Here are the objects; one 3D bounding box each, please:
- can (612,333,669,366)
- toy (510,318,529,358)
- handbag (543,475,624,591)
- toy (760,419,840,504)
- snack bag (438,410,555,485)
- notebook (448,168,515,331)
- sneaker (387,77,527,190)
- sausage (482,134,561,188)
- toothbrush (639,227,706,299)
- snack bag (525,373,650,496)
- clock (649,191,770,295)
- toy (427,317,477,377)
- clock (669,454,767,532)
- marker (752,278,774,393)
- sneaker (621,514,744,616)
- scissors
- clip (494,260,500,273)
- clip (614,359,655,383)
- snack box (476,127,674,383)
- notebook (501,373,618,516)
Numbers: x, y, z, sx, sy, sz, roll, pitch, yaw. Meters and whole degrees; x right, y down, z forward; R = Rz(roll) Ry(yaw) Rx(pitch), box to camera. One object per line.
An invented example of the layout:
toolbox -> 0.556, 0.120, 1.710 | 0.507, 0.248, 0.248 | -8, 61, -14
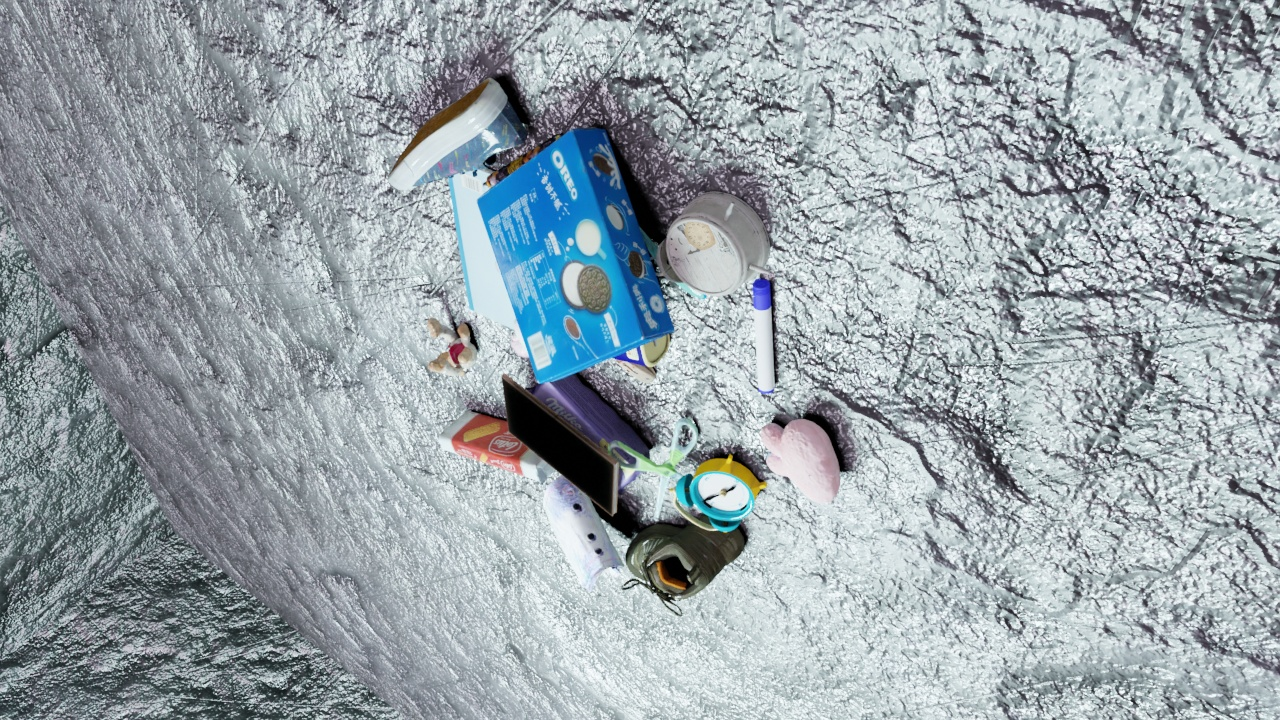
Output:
can -> -0.023, -0.052, 1.101 | 0.092, 0.056, 0.116 | 13, 131, 35
toy -> -0.137, -0.033, 1.229 | 0.079, 0.037, 0.123 | 41, 144, -15
handbag -> -0.084, 0.257, 1.382 | 0.158, 0.069, 0.127 | 60, 161, 20
toy -> 0.182, 0.111, 1.058 | 0.105, 0.053, 0.108 | 15, 134, 49
snack bag -> -0.214, 0.131, 1.428 | 0.226, 0.077, 0.041 | 10, 132, 38
notebook -> -0.175, -0.135, 1.209 | 0.181, 0.009, 0.254 | 25, 138, 25
sneaker -> -0.219, -0.255, 1.103 | 0.079, 0.087, 0.236 | 41, 143, -27
sausage -> -0.137, -0.229, 1.072 | 0.156, 0.020, 0.020 | -16, 111, 44
toothbrush -> 0.024, -0.116, 1.030 | 0.135, 0.017, 0.022 | 46, 139, 2
snack bag -> -0.075, 0.092, 1.279 | 0.205, 0.058, 0.097 | 47, 140, 5
clock -> 0.060, -0.112, 0.964 | 0.157, 0.061, 0.103 | -13, 114, 46
toy -> -0.286, -0.013, 1.386 | 0.106, 0.074, 0.085 | 102, 152, -69
clock -> 0.100, 0.174, 1.183 | 0.099, 0.043, 0.130 | 38, 129, -8
marker -> 0.135, -0.025, 1.005 | 0.020, 0.020, 0.142 | 19, 134, 32
sneaker -> 0.036, 0.303, 1.289 | 0.101, 0.142, 0.239 | 51, 143, -5
scissors -> 0.038, 0.143, 1.208 | 0.171, 0.023, 0.173 | 28, 113, -17
clip -> -0.152, -0.128, 1.175 | 0.056, 0.045, 0.102 | 7, 128, 30
clip -> -0.007, 0.002, 1.165 | 0.026, 0.058, 0.052 | -39, 54, 51
snack box -> -0.080, -0.112, 1.031 | 0.196, 0.056, 0.239 | -21, 86, 46
notebook -> -0.112, 0.118, 1.274 | 0.209, 0.008, 0.142 | 36, 149, 22
